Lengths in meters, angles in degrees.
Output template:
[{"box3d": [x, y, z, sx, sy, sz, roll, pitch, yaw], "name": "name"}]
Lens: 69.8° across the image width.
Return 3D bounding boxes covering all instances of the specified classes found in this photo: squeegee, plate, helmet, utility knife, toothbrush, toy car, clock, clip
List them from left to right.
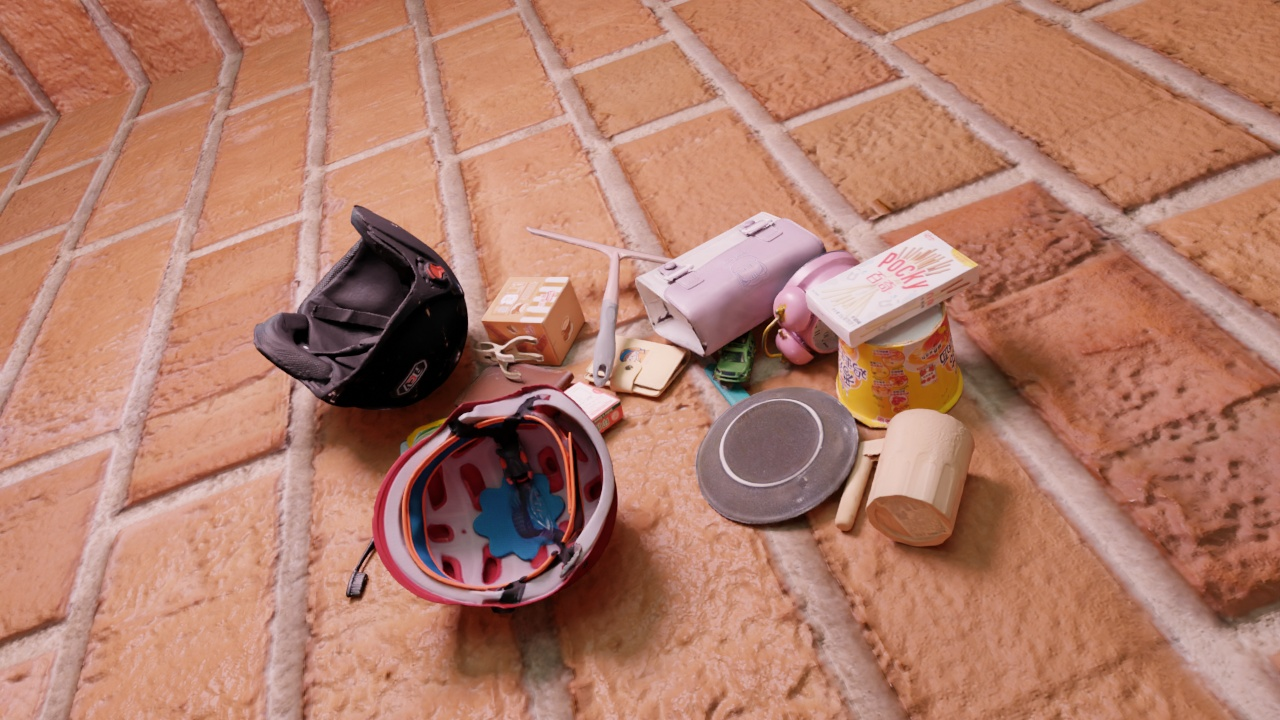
[{"box3d": [-0.332, -0.048, 1.173, 0.234, 0.230, 0.274, -47, 42, 13], "name": "helmet"}, {"box3d": [-0.297, 0.191, 1.056, 0.018, 0.014, 0.188, 3, 43, 10], "name": "toothbrush"}, {"box3d": [-0.131, 0.150, 0.928, 0.240, 0.144, 0.206, -20, 69, 5], "name": "helmet"}, {"box3d": [-0.164, -0.012, 1.182, 0.092, 0.035, 0.103, -29, 28, -18], "name": "clip"}, {"box3d": [-0.038, -0.072, 1.166, 0.247, 0.040, 0.249, 11, 51, -8], "name": "squeegee"}, {"box3d": [0.100, 0.027, 1.083, 0.029, 0.013, 0.216, -24, 39, -10], "name": "utility knife"}, {"box3d": [0.113, -0.006, 1.087, 0.043, 0.036, 0.091, 7, 37, 10], "name": "toy car"}, {"box3d": [0.139, 0.091, 0.968, 0.180, 0.024, 0.179, -17, 43, 16], "name": "plate"}, {"box3d": [0.204, -0.055, 1.060, 0.158, 0.117, 0.060, -27, 52, -12], "name": "clock"}]

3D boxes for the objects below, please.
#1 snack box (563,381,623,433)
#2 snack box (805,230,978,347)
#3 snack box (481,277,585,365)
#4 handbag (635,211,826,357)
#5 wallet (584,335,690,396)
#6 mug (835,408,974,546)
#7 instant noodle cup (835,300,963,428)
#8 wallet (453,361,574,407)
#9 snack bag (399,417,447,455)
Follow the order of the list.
[{"box3d": [-0.101, 0.084, 1.070, 0.155, 0.027, 0.077, -35, 38, -29], "name": "snack box"}, {"box3d": [0.261, -0.076, 0.955, 0.156, 0.027, 0.084, -27, 41, -8], "name": "snack box"}, {"box3d": [-0.141, -0.053, 1.219, 0.094, 0.077, 0.092, 3, 44, 24], "name": "snack box"}, {"box3d": [0.112, -0.097, 1.111, 0.196, 0.098, 0.145, -31, 32, -15], "name": "handbag"}, {"box3d": [-0.007, 0.007, 1.142, 0.115, 0.024, 0.087, 13, 51, 31], "name": "wallet"}, {"box3d": [0.251, 0.115, 0.885, 0.125, 0.084, 0.103, -16, 34, 43], "name": "mug"}, {"box3d": [0.274, -0.012, 0.986, 0.138, 0.110, 0.137, -11, 42, 10], "name": "instant noodle cup"}, {"box3d": [-0.158, 0.041, 1.157, 0.125, 0.032, 0.101, 11, 46, 30], "name": "wallet"}, {"box3d": [-0.226, 0.144, 1.064, 0.110, 0.039, 0.190, -10, 40, -6], "name": "snack bag"}]
